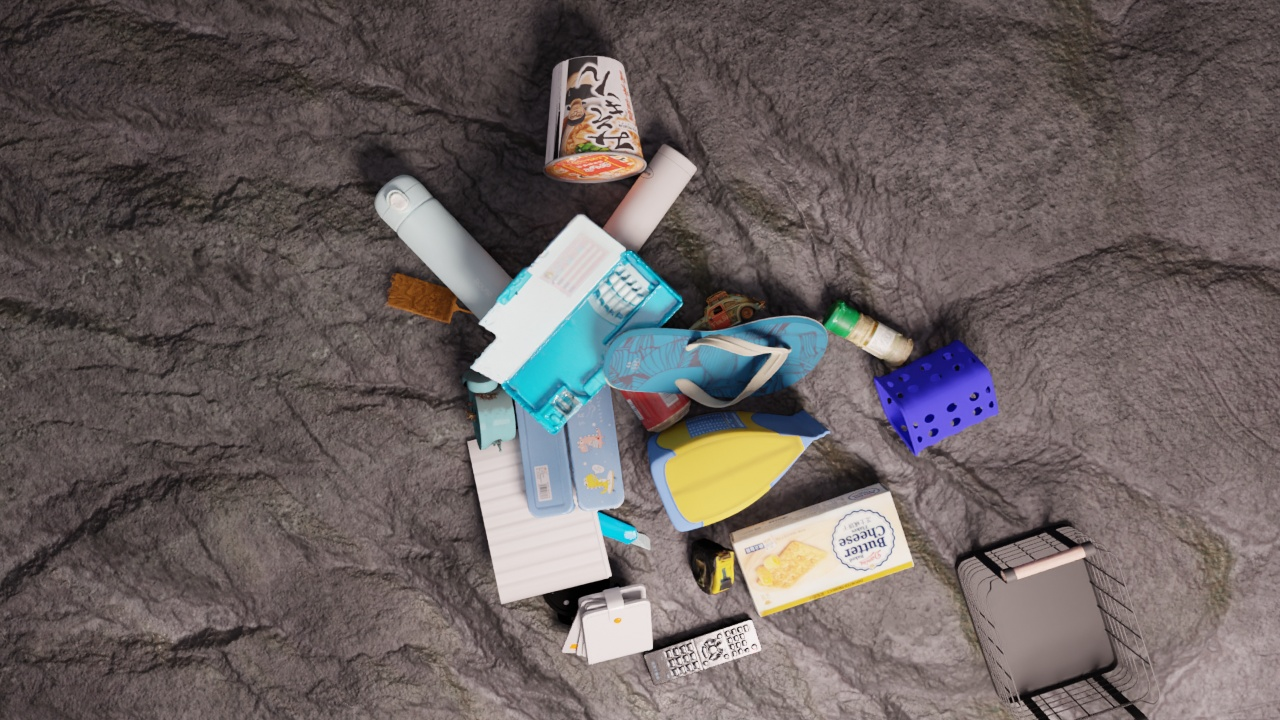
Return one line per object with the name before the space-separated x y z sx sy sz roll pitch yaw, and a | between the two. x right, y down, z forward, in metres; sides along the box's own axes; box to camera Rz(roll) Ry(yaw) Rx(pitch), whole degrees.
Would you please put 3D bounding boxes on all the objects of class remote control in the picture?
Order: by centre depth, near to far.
remote control | 0.081 0.380 1.202 0.150 0.022 0.047 -18 94 1

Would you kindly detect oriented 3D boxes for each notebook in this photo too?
notebook | -0.130 0.188 1.165 0.142 0.009 0.209 -15 79 3

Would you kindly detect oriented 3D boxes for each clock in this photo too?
clock | -0.191 0.050 1.144 0.053 0.090 0.124 -9 96 -17
clock | -0.078 0.292 1.185 0.091 0.042 0.120 -29 94 4

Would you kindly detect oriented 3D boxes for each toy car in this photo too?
toy car | 0.099 -0.059 1.145 0.112 0.047 0.047 -29 95 3

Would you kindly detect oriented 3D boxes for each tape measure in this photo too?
tape measure | 0.089 0.265 1.167 0.038 0.067 0.063 -12 105 -28

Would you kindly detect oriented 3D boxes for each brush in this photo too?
brush | -0.257 -0.073 1.166 0.126 0.017 0.048 17 96 0

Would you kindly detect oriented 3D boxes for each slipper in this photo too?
slipper | 0.099 0.008 1.095 0.294 0.060 0.118 -2 127 -22

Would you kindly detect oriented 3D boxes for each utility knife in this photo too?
utility knife | -0.065 0.208 1.191 0.174 0.015 0.031 23 98 -3

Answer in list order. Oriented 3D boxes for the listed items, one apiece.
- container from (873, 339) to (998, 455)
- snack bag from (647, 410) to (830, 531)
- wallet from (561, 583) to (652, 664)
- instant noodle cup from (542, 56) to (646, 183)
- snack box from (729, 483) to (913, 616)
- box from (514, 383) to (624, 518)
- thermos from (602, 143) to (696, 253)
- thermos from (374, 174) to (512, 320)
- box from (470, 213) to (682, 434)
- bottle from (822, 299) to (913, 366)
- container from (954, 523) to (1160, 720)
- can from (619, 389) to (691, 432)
container | 0.361 0.043 1.121 0.113 0.085 0.084 -26 126 2
snack bag | 0.117 0.111 1.106 0.205 0.159 0.102 -22 95 2
wallet | -0.045 0.338 1.161 0.115 0.037 0.119 -11 129 -9
instant noodle cup | -0.059 -0.288 1.097 0.123 0.123 0.121 -4 86 2
snack box | 0.229 0.240 1.166 0.208 0.057 0.104 -19 95 4
box | -0.092 0.088 1.151 0.127 0.034 0.209 -8 83 1
thermos | -0.017 -0.161 1.135 0.052 0.052 0.224 36 95 -2
thermos | -0.238 -0.138 1.132 0.065 0.078 0.207 -43 95 4
box | -0.086 -0.044 1.074 0.182 0.071 0.227 40 101 -23
bottle | 0.284 -0.034 1.145 0.111 0.043 0.043 29 95 -2
container | 0.512 0.334 1.132 0.163 0.130 0.241 -20 95 3
can | -0.007 0.007 1.144 0.067 0.067 0.170 -34 94 4
